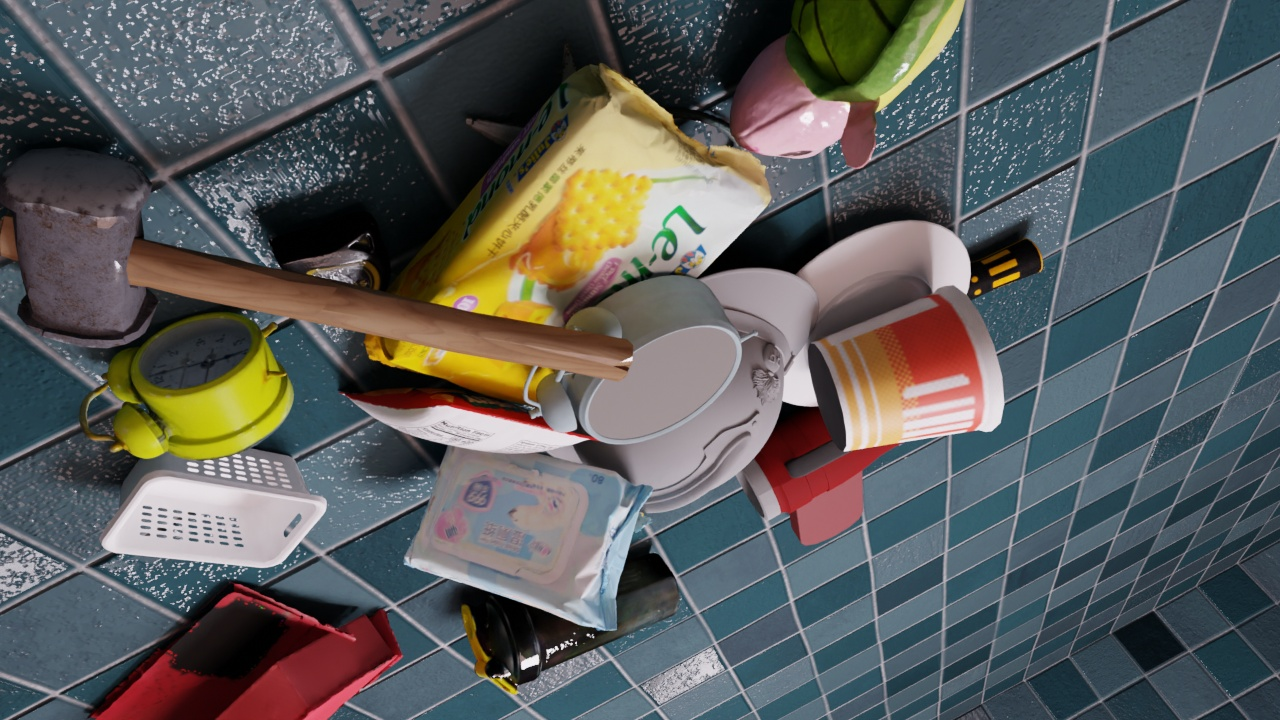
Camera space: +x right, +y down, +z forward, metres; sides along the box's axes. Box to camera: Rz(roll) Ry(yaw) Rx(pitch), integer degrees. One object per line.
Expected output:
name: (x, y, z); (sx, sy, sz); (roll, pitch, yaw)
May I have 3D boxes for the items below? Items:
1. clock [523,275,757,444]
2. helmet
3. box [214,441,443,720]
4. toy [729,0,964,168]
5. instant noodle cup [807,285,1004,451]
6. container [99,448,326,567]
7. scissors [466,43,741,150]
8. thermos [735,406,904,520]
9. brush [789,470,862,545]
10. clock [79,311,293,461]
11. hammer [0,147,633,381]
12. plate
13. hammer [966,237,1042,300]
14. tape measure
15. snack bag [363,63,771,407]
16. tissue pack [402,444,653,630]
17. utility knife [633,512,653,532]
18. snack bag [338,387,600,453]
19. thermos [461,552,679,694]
clock: (-0.004, 0.003, 0.603); (0.159, 0.045, 0.123); (-6, 140, -36)
helmet: (0.040, 0.052, 0.733); (0.272, 0.117, 0.183); (-37, 138, 25)
box: (-0.341, 0.257, 0.976); (0.214, 0.477, 0.171); (-42, 118, 16)
toy: (0.130, -0.196, 0.515); (0.087, 0.189, 0.239); (21, 154, -14)
instant noodle cup: (0.212, 0.014, 0.759); (0.121, 0.123, 0.123); (-16, 142, -1)
container: (-0.299, 0.098, 0.647); (0.129, 0.049, 0.081); (21, 120, -45)
scissors: (-0.036, -0.109, 0.610); (0.201, 0.015, 0.205); (3, 134, -36)
thermos: (0.193, 0.078, 0.901); (0.198, 0.084, 0.108); (-28, 179, -5)
brush: (0.202, 0.144, 1.029); (0.082, 0.042, 0.173); (-26, 142, -5)
clock: (-0.270, 0.019, 0.550); (0.119, 0.083, 0.057); (-21, 137, -17)
hammer: (-0.164, -0.030, 0.497); (0.328, 0.052, 0.098); (12, 130, -12)
plate: (0.198, -0.031, 0.801); (0.208, 0.015, 0.209); (-14, 136, -13)
hammer: (0.224, -0.036, 0.847); (0.320, 0.036, 0.123); (-23, 142, -5)
tape measure: (-0.184, -0.058, 0.557); (0.061, 0.034, 0.061); (-18, 139, -13)
snack bag: (-0.051, -0.067, 0.579); (0.248, 0.068, 0.159); (-43, 144, 21)
tissue pack: (-0.085, 0.128, 0.701); (0.070, 0.182, 0.112); (52, 54, -57)
utility knife: (-0.014, 0.141, 0.813); (0.030, 0.019, 0.225); (-38, 177, -10)
snack bag: (-0.122, 0.042, 0.649); (0.130, 0.144, 0.039); (18, 79, -44)
thermos: (-0.069, 0.267, 0.956); (0.220, 0.098, 0.098); (-11, 139, -29)
